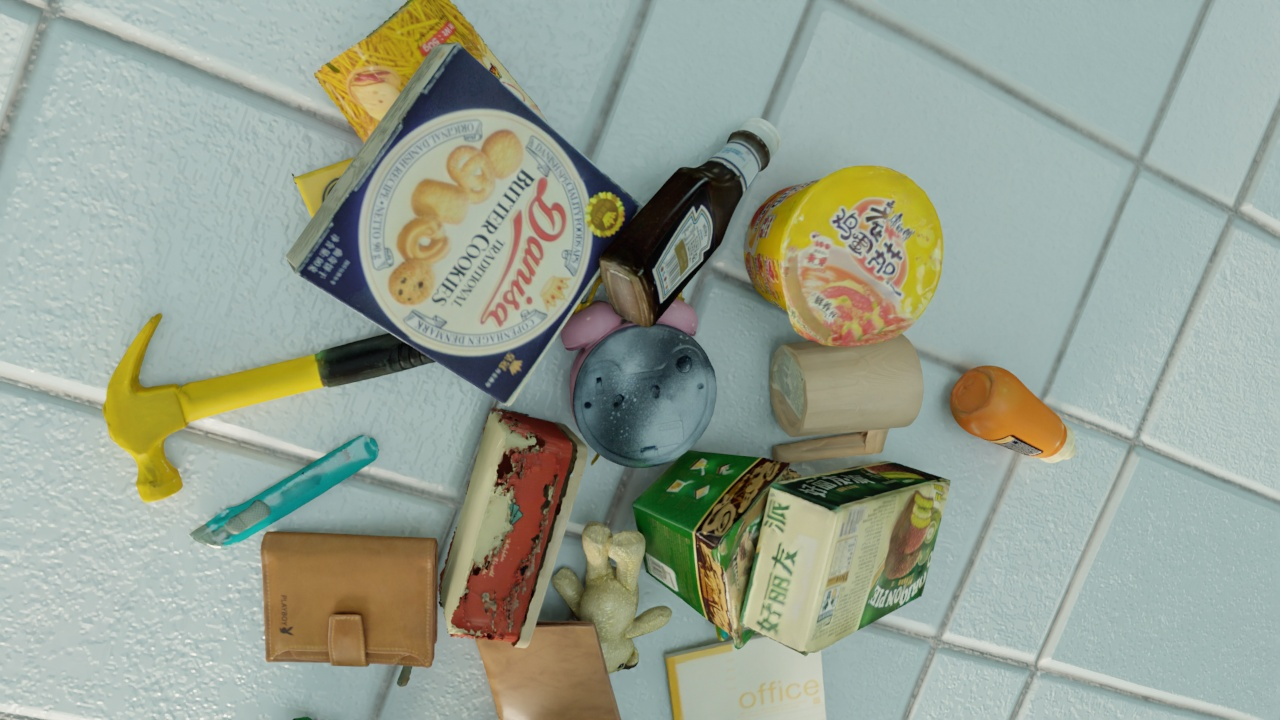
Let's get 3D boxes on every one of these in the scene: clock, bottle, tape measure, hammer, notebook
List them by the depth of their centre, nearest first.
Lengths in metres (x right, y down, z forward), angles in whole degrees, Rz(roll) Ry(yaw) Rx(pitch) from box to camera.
[{"bbox_3d":[-0.213,-0.117,0.665,0.060,0.029,0.057,-23,105,-11],"label":"tape measure"},{"bbox_3d":[-0.235,0.006,0.681,0.300,0.033,0.129,-14,106,-13],"label":"hammer"},{"bbox_3d":[0.044,-0.115,0.702,0.194,0.044,0.080,-51,150,-24],"label":"bottle"},{"bbox_3d":[-0.004,0.004,0.735,0.117,0.060,0.158,-9,104,-14],"label":"clock"},{"bbox_3d":[0.104,0.349,0.850,0.146,0.010,0.206,-9,105,-8],"label":"notebook"},{"bbox_3d":[0.356,0.058,0.854,0.149,0.067,0.067,27,92,-27],"label":"bottle"}]

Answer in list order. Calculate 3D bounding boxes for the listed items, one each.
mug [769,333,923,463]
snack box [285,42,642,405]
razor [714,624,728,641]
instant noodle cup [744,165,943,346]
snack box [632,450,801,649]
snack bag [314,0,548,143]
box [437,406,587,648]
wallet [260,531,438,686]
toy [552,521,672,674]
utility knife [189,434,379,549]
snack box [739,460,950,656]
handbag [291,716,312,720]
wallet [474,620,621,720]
[{"bbox_3d":[0.170,0.037,0.790,0.103,0.084,0.125,-5,128,-14],"label":"mug"},{"bbox_3d":[-0.115,-0.090,0.639,0.182,0.046,0.178,36,86,-32],"label":"snack box"},{"bbox_3d":[0.089,0.184,0.814,0.043,0.028,0.132,15,94,-50],"label":"razor"},{"bbox_3d":[0.152,-0.087,0.737,0.138,0.110,0.138,-3,101,-17],"label":"instant noodle cup"},{"bbox_3d":[0.059,0.139,0.735,0.117,0.106,0.118,-39,131,-39],"label":"snack box"},{"bbox_3d":[-0.127,-0.156,0.673,0.128,0.073,0.208,-40,116,-6],"label":"snack bag"},{"bbox_3d":[-0.109,0.127,0.711,0.080,0.091,0.168,15,96,-21],"label":"box"},{"bbox_3d":[-0.224,0.191,0.712,0.130,0.035,0.119,2,99,-3],"label":"wallet"},{"bbox_3d":[-0.027,0.196,0.748,0.105,0.066,0.157,11,122,9],"label":"toy"},{"bbox_3d":[-0.269,0.101,0.700,0.151,0.013,0.029,-31,109,-9],"label":"utility knife"},{"bbox_3d":[0.176,0.151,0.750,0.239,0.063,0.114,0,103,-54],"label":"snack box"},{"bbox_3d":[-0.264,0.360,0.723,0.120,0.068,0.131,39,88,-19],"label":"handbag"},{"bbox_3d":[-0.077,0.259,0.753,0.115,0.020,0.101,-6,106,22],"label":"wallet"}]
